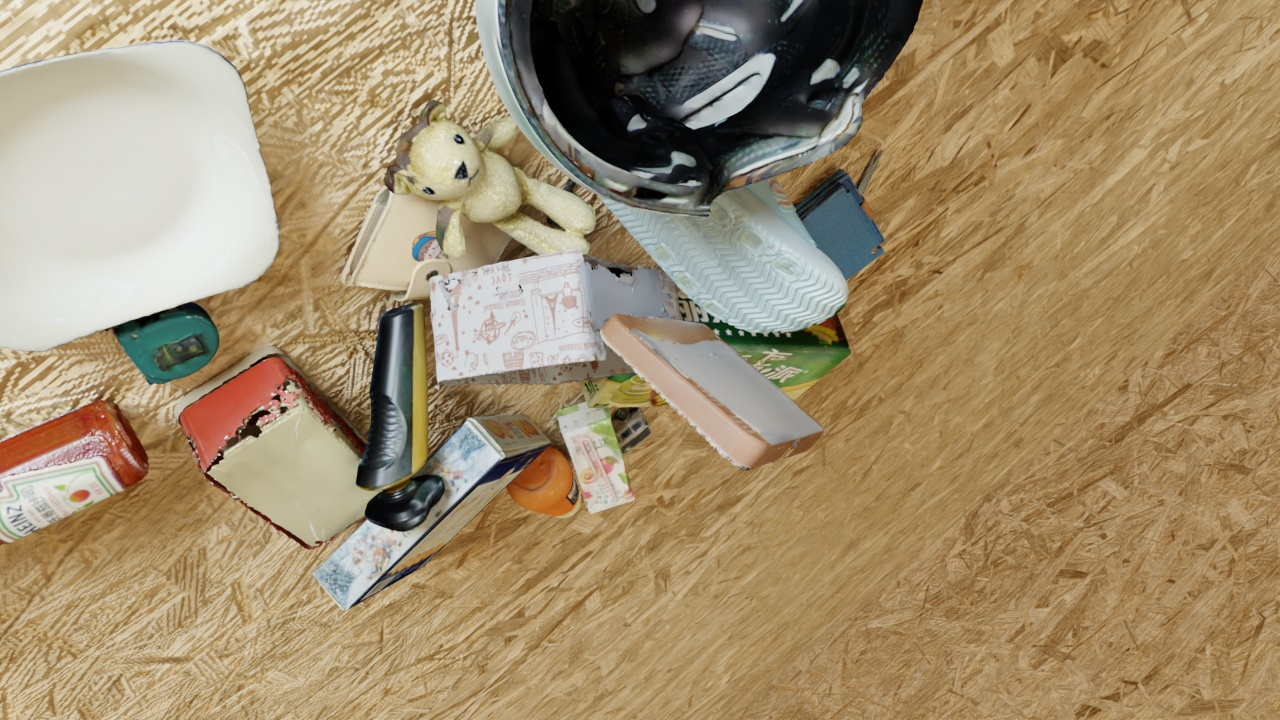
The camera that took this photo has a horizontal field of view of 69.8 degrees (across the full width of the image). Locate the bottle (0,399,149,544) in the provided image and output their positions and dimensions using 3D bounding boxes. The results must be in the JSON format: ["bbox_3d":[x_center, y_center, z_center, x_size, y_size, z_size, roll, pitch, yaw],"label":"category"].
[{"bbox_3d":[-0.406,0.091,0.544,0.205,0.060,0.060,-28,147,-22],"label":"bottle"}]

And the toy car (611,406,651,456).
[{"bbox_3d":[-0.031,0.087,0.992,0.090,0.035,0.042,-34,147,-7],"label":"toy car"}]

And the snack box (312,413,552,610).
[{"bbox_3d":[-0.172,0.124,0.802,0.182,0.046,0.178,-45,174,4],"label":"snack box"}]

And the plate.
[{"bbox_3d":[-0.282,-0.088,0.479,0.164,0.034,0.164,-24,145,-27],"label":"plate"}]

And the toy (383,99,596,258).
[{"bbox_3d":[-0.094,-0.111,0.619,0.157,0.066,0.105,24,96,-43],"label":"toy"}]

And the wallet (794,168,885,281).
[{"bbox_3d":[0.196,-0.128,0.957,0.106,0.040,0.133,-40,143,10],"label":"wallet"}]

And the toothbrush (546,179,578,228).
[{"bbox_3d":[-0.014,-0.177,0.688,0.190,0.016,0.014,-52,153,17],"label":"toothbrush"}]

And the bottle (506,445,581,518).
[{"bbox_3d":[-0.093,0.134,0.959,0.066,0.066,0.149,-38,157,-6],"label":"bottle"}]

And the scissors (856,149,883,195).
[{"bbox_3d":[0.215,-0.146,0.990,0.135,0.014,0.175,-37,149,-11],"label":"scissors"}]

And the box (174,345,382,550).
[{"bbox_3d":[-0.252,0.075,0.679,0.091,0.079,0.168,-35,150,-10],"label":"box"}]

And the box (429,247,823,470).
[{"bbox_3d":[-0.004,-0.007,0.662,0.178,0.274,0.126,2,105,-65],"label":"box"}]

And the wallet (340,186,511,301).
[{"bbox_3d":[-0.149,-0.077,0.656,0.115,0.024,0.087,1,132,-52],"label":"wallet"}]

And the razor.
[{"bbox_3d":[-0.175,0.040,0.680,0.067,0.062,0.167,1,91,-44],"label":"razor"}]

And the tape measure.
[{"bbox_3d":[-0.294,-0.012,0.574,0.054,0.025,0.058,-29,148,-18],"label":"tape measure"}]

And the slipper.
[{"bbox_3d":[0.047,-0.113,0.663,0.104,0.245,0.074,-38,-167,50],"label":"slipper"}]

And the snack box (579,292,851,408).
[{"bbox_3d":[0.069,-0.008,0.868,0.239,0.063,0.115,1,151,-28],"label":"snack box"}]

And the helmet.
[{"bbox_3d":[0.020,-0.213,0.531,0.273,0.157,0.230,-41,123,-17],"label":"helmet"}]

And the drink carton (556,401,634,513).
[{"bbox_3d":[-0.044,0.099,0.940,0.053,0.045,0.123,-17,130,-4],"label":"drink carton"}]
